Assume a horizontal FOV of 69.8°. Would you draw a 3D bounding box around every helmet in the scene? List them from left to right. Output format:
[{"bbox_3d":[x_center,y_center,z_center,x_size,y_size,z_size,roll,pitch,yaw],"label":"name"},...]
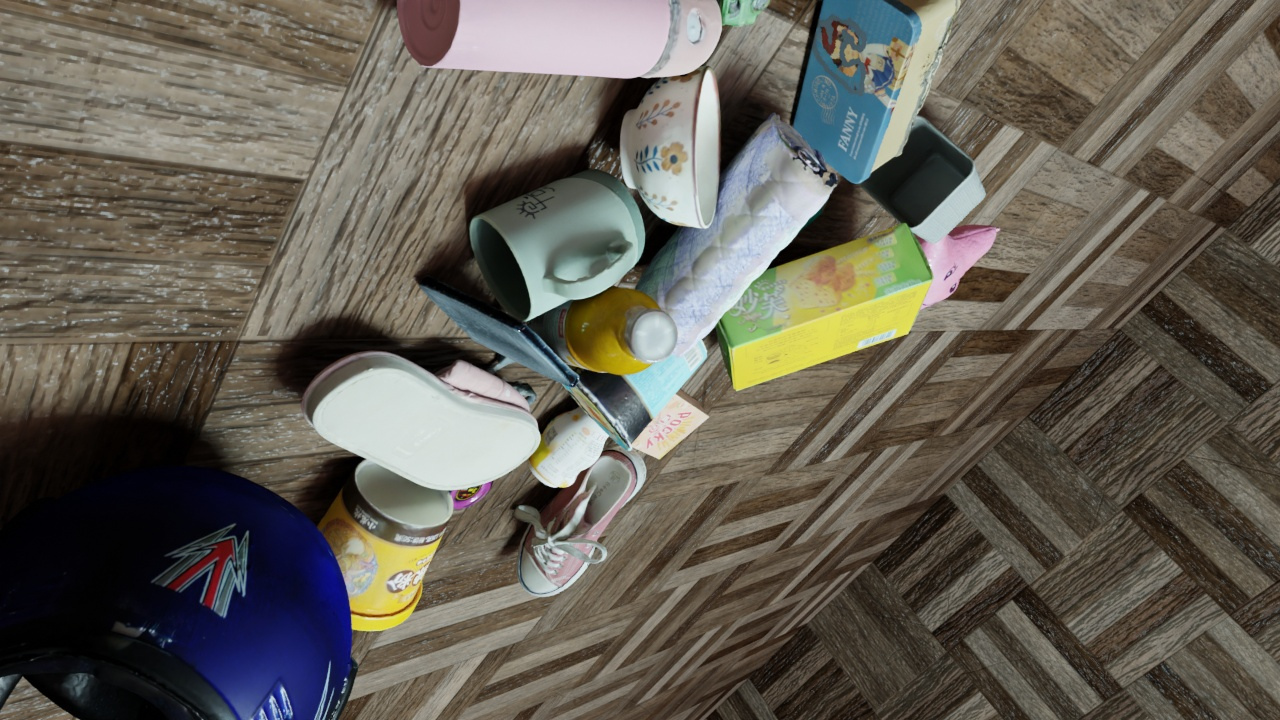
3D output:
[{"bbox_3d":[-0.338,0.218,0.626,0.316,0.247,0.240,-53,-166,17],"label":"helmet"}]

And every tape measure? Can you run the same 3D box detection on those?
[{"bbox_3d":[-0.174,0.114,0.895,0.057,0.039,0.058,-13,139,-41],"label":"tape measure"}]

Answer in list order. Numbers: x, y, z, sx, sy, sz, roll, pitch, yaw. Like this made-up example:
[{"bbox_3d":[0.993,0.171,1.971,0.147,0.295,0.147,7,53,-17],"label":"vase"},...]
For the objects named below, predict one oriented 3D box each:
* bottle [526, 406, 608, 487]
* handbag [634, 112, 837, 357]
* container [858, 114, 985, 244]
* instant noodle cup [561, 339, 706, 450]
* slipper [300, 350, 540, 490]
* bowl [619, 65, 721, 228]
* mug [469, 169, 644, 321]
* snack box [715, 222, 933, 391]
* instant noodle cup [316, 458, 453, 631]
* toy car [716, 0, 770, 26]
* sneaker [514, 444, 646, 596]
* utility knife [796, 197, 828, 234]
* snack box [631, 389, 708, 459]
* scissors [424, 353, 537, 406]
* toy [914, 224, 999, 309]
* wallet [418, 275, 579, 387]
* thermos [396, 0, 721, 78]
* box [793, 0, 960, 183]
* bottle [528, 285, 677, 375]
[{"bbox_3d":[-0.066,0.080,0.947,0.108,0.063,0.063,-44,153,13],"label":"bottle"},{"bbox_3d":[0.076,-0.104,0.757,0.194,0.075,0.134,-50,-170,25],"label":"handbag"},{"bbox_3d":[0.297,-0.182,0.957,0.090,0.090,0.114,-46,156,17],"label":"container"},{"bbox_3d":[-0.005,0.005,0.873,0.120,0.111,0.111,-43,155,-10],"label":"instant noodle cup"},{"bbox_3d":[-0.173,0.046,0.756,0.114,0.054,0.274,-39,153,9],"label":"slipper"},{"bbox_3d":[0.021,-0.153,0.665,0.062,0.113,0.113,3,157,14],"label":"bowl"},{"bbox_3d":[-0.050,-0.081,0.659,0.106,0.112,0.082,-28,130,-24],"label":"mug"},{"bbox_3d":[0.183,-0.051,0.957,0.210,0.070,0.158,-18,161,2],"label":"snack box"},{"bbox_3d":[-0.232,0.157,0.815,0.118,0.118,0.115,4,124,-53],"label":"instant noodle cup"},{"bbox_3d":[0.064,-0.260,0.591,0.036,0.043,0.091,-25,150,-24],"label":"toy car"},{"bbox_3d":[-0.085,0.193,1.052,0.242,0.118,0.087,-52,166,28],"label":"sneaker"},{"bbox_3d":[0.110,-0.097,0.940,0.216,0.013,0.029,-41,155,0],"label":"utility knife"},{"bbox_3d":[0.019,0.068,1.075,0.084,0.026,0.157,-42,153,7],"label":"snack box"},{"bbox_3d":[-0.145,0.018,0.812,0.181,0.014,0.159,-32,151,-7],"label":"scissors"},{"bbox_3d":[0.364,-0.123,1.140,0.179,0.074,0.194,-33,155,9],"label":"toy"},{"bbox_3d":[-0.105,-0.021,0.703,0.019,0.097,0.121,-61,156,-11],"label":"wallet"},{"bbox_3d":[-0.037,-0.210,0.532,0.198,0.067,0.087,-13,115,-39],"label":"thermos"},{"bbox_3d":[0.182,-0.228,0.738,0.060,0.090,0.185,-33,153,-24],"label":"box"},{"bbox_3d":[-0.030,-0.025,0.709,0.068,0.068,0.190,-28,-164,-20],"label":"bottle"}]
